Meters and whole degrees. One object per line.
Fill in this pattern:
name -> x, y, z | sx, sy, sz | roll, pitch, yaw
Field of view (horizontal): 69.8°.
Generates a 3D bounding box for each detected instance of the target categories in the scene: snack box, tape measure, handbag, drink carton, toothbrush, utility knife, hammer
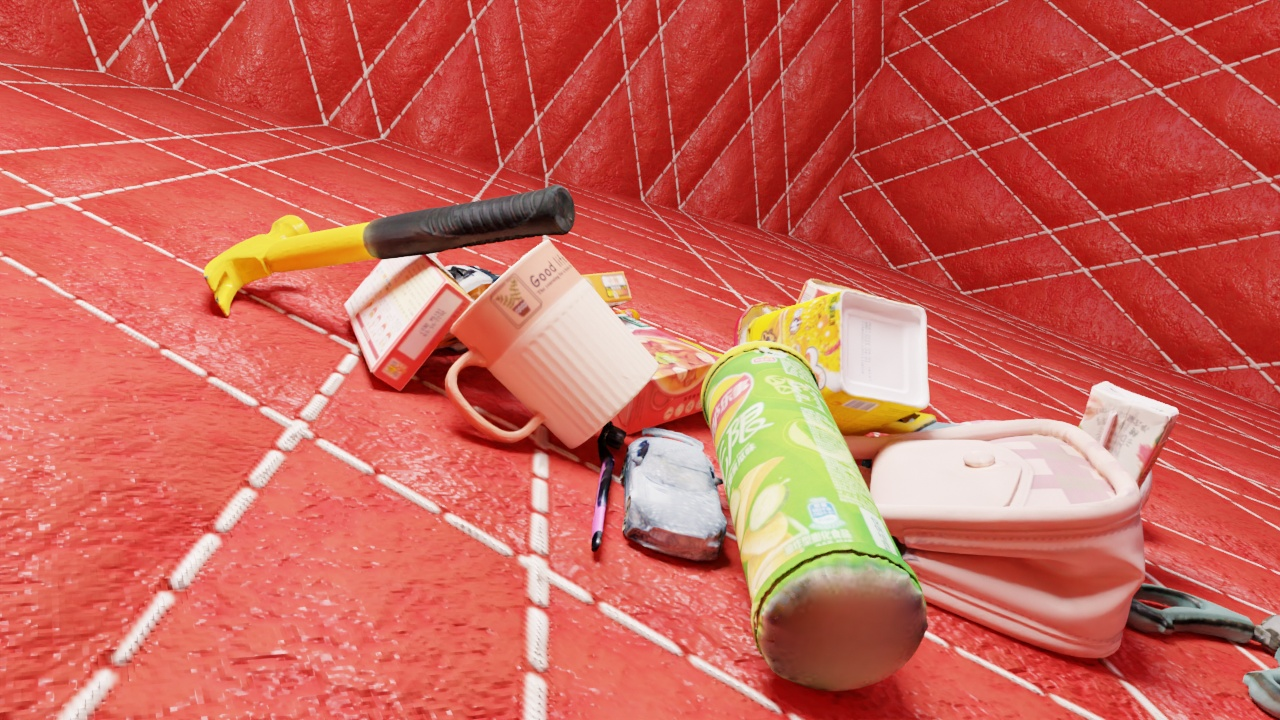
snack box -> -0.083, -0.039, 0.689 | 0.075, 0.026, 0.153 | -21, -6, 39
tape measure -> -0.142, -0.041, 0.712 | 0.033, 0.066, 0.065 | 23, 13, 26
snack box -> -0.169, -0.041, 0.652 | 0.027, 0.077, 0.156 | 40, 0, -31
snack box -> -0.004, 0.004, 0.705 | 0.113, 0.044, 0.126 | 26, 25, 36
handbag -> 0.172, 0.086, 0.574 | 0.234, 0.093, 0.193 | 8, 12, 13
drink carton -> 0.321, 0.081, 0.642 | 0.053, 0.123, 0.045 | 28, 20, 35
toothbrush -> -0.018, 0.068, 0.532 | 0.018, 0.014, 0.189 | 24, 13, -6
utility knife -> 0.192, 0.045, 0.730 | 0.033, 0.015, 0.217 | -36, 26, -32
hammer -> -0.183, -0.084, 0.639 | 0.301, 0.033, 0.128 | -5, 29, 26

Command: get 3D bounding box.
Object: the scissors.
scissors -> 0.363, 0.167, 0.568 | 0.171, 0.019, 0.176 | 25, 17, 35

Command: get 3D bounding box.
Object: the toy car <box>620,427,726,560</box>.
toy car -> 0.018, 0.072, 0.515 | 0.054, 0.037, 0.120 | 16, 17, -5

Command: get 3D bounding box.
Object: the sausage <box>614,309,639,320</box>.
sausage -> -0.035, -0.036, 0.912 | 0.021, 0.021, 0.164 | 20, 14, 17

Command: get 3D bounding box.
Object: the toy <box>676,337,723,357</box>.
toy -> 0.044, -0.001, 0.835 | 0.096, 0.031, 0.100 | 14, 5, -28

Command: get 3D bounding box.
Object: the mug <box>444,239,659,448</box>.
mug -> -0.062, 0.001, 0.567 | 0.106, 0.114, 0.082 | 47, -23, -5

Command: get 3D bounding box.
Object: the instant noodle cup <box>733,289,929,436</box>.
instant noodle cup -> 0.140, 0.006, 0.673 | 0.116, 0.116, 0.124 | 10, -18, -22

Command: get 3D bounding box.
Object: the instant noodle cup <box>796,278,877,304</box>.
instant noodle cup -> 0.201, -0.014, 0.913 | 0.138, 0.109, 0.137 | 15, 14, -4

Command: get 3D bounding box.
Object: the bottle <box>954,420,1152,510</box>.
bottle -> 0.307, 0.084, 0.742 | 0.197, 0.068, 0.068 | 10, 14, -10

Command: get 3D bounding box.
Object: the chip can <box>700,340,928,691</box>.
chip can -> 0.076, 0.065, 0.459 | 0.072, 0.073, 0.221 | 14, 23, -9

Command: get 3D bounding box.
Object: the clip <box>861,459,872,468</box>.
clip -> 0.186, 0.086, 0.697 | 0.047, 0.014, 0.057 | 17, 14, -4
